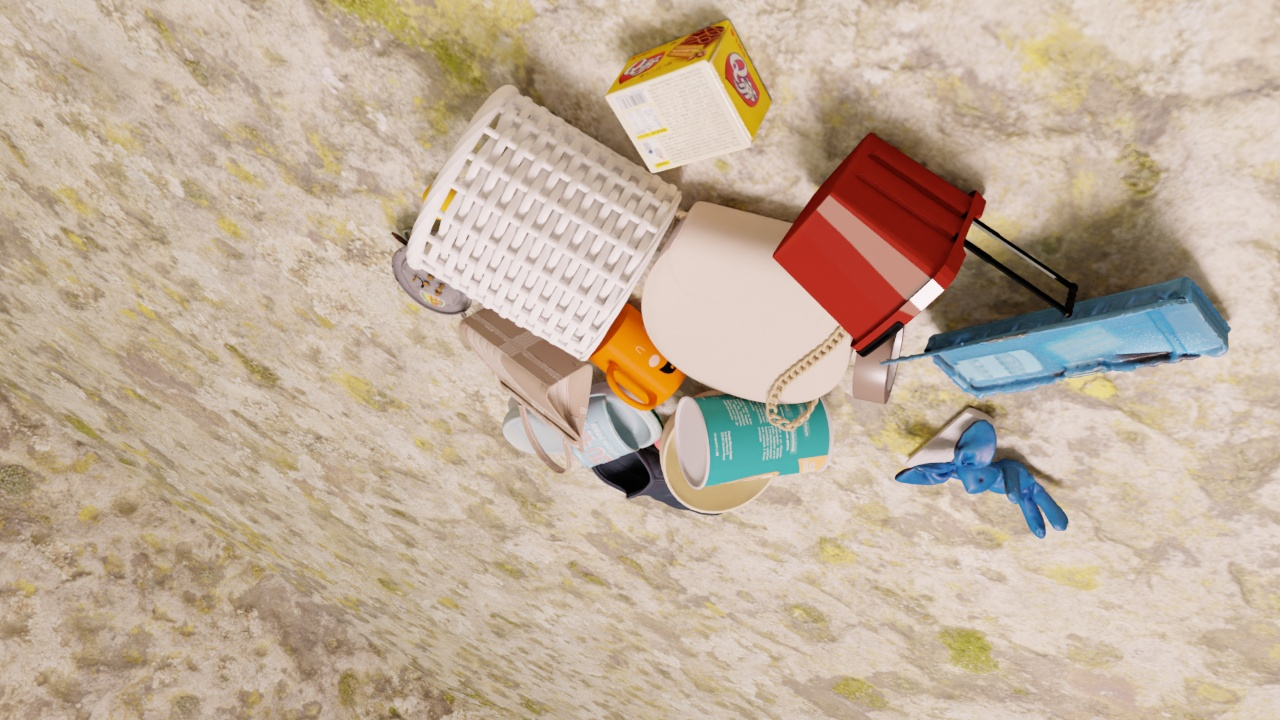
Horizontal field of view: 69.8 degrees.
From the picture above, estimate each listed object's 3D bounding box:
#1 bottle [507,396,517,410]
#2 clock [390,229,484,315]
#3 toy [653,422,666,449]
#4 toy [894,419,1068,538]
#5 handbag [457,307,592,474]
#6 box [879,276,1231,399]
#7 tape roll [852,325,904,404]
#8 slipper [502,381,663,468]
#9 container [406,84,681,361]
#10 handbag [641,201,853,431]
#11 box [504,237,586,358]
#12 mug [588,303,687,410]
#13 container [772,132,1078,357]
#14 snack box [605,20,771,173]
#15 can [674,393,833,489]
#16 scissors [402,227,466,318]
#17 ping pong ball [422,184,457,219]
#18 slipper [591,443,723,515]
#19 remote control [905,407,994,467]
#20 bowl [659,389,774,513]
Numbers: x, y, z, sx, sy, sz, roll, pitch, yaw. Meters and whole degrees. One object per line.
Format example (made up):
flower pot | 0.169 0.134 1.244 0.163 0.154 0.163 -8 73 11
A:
bottle | -0.121 0.052 1.224 0.137 0.044 0.044 -13 129 43
clock | -0.223 -0.101 1.065 0.148 0.056 0.104 8 138 22
toy | 0.054 0.109 1.185 0.103 0.046 0.084 29 139 -10
toy | 0.373 0.124 0.968 0.176 0.070 0.113 26 141 -9
handbag | -0.119 0.055 1.062 0.176 0.062 0.198 33 144 40
box | 0.347 -0.022 0.782 0.175 0.060 0.232 14 161 -40
tape roll | 0.228 -0.007 0.877 0.030 0.093 0.094 12 143 21
slipper | -0.078 0.092 1.152 0.246 0.074 0.104 -10 133 34
container | -0.087 -0.123 0.850 0.187 0.188 0.190 30 145 -6
handbag | 0.107 -0.045 0.899 0.211 0.103 0.209 17 142 14
box | -0.119 -0.058 1.055 0.101 0.111 0.202 5 148 -14
mug | -0.006 0.006 1.030 0.096 0.112 0.078 39 132 -17
container | 0.226 -0.075 0.744 0.201 0.147 0.127 38 138 -1
snack box | 0.041 -0.215 0.758 0.106 0.061 0.083 -6 133 38
can | 0.121 0.081 0.997 0.143 0.099 0.099 -6 149 -16
scissors | -0.232 -0.110 1.114 0.131 0.014 0.153 -9 129 40
ping pong ball | -0.217 -0.174 0.999 0.040 0.040 0.040 18 144 13
slipper | -0.003 0.158 1.251 0.265 0.083 0.109 34 143 -13
remote control | 0.336 0.090 1.001 0.033 0.012 0.131 25 145 -1
bowl | 0.087 0.098 1.089 0.151 0.151 0.075 46 -179 -25
